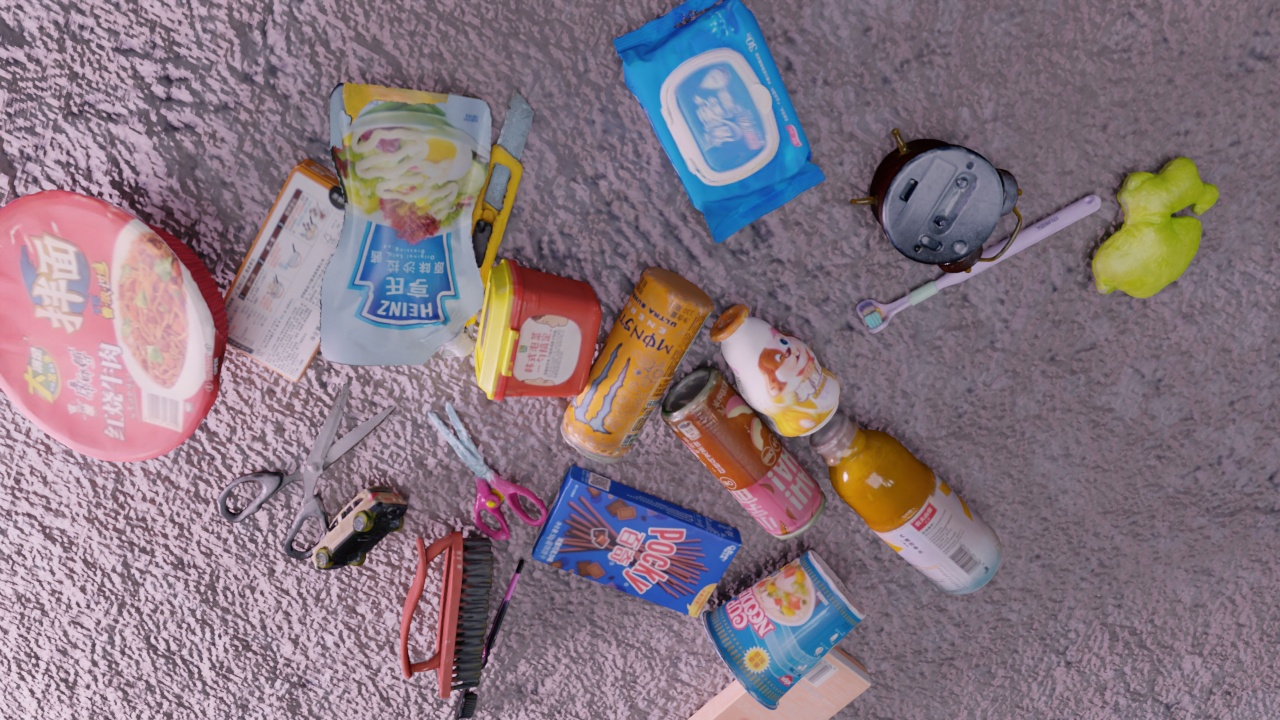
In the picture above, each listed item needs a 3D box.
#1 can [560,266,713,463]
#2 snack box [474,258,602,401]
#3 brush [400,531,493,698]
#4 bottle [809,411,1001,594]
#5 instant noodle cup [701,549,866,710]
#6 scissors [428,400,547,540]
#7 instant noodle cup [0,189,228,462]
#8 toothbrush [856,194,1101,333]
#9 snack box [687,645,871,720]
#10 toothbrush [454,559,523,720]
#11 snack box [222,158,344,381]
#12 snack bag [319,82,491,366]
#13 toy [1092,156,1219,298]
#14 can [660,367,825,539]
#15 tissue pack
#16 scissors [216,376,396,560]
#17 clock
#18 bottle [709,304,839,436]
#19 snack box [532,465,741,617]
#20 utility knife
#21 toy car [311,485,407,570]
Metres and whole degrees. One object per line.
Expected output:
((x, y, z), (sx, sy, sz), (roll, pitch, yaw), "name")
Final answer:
((-0.004, 0.004, 0.687), (0.058, 0.058, 0.146), (26, 111, -12), "can")
((-0.074, -0.019, 0.666), (0.080, 0.082, 0.091), (8, 114, -16), "snack box")
((-0.164, 0.208, 0.771), (0.069, 0.063, 0.146), (3, 113, -17), "brush")
((0.211, 0.113, 0.736), (0.189, 0.068, 0.068), (41, 107, -17), "bottle")
((0.125, 0.220, 0.773), (0.110, 0.099, 0.099), (-41, 109, 6), "instant noodle cup")
((-0.121, 0.087, 0.739), (0.077, 0.017, 0.137), (-12, 112, 23), "scissors")
((-0.366, -0.027, 0.646), (0.194, 0.065, 0.194), (4, 109, 12), "instant noodle cup")
((0.251, -0.074, 0.682), (0.189, 0.029, 0.021), (-28, 152, 9), "toothbrush")
((0.126, 0.317, 0.846), (0.084, 0.026, 0.157), (40, 107, -17), "snack box")
((-0.132, 0.253, 0.819), (0.017, 0.014, 0.189), (16, 112, -19), "toothbrush")
((-0.247, -0.063, 0.669), (0.075, 0.026, 0.154), (32, 110, -15), "snack box")
((-0.161, -0.088, 0.632), (0.110, 0.039, 0.191), (0, 103, -26), "snack bag")
((0.376, -0.092, 0.670), (0.097, 0.031, 0.100), (-19, 112, 5), "toy")
((0.081, 0.074, 0.721), (0.058, 0.057, 0.147), (-38, 109, 14), "can")
((0.055, -0.163, 0.618), (0.095, 0.052, 0.157), (-26, 112, 10), "tissue pack")
((-0.270, 0.092, 0.744), (0.170, 0.014, 0.159), (-5, 113, 0), "scissors")
((0.215, -0.108, 0.646), (0.122, 0.055, 0.082), (24, 110, -12), "clock")
((0.099, 0.007, 0.688), (0.063, 0.063, 0.108), (-40, 109, 15), "bottle")
((-0.003, 0.154, 0.771), (0.157, 0.026, 0.085), (23, 111, -11), "snack box")
((-0.114, -0.100, 0.662), (0.033, 0.015, 0.193), (17, 112, -12), "utility knife")
((-0.232, 0.140, 0.751), (0.090, 0.035, 0.042), (-44, 151, 16), "toy car")
